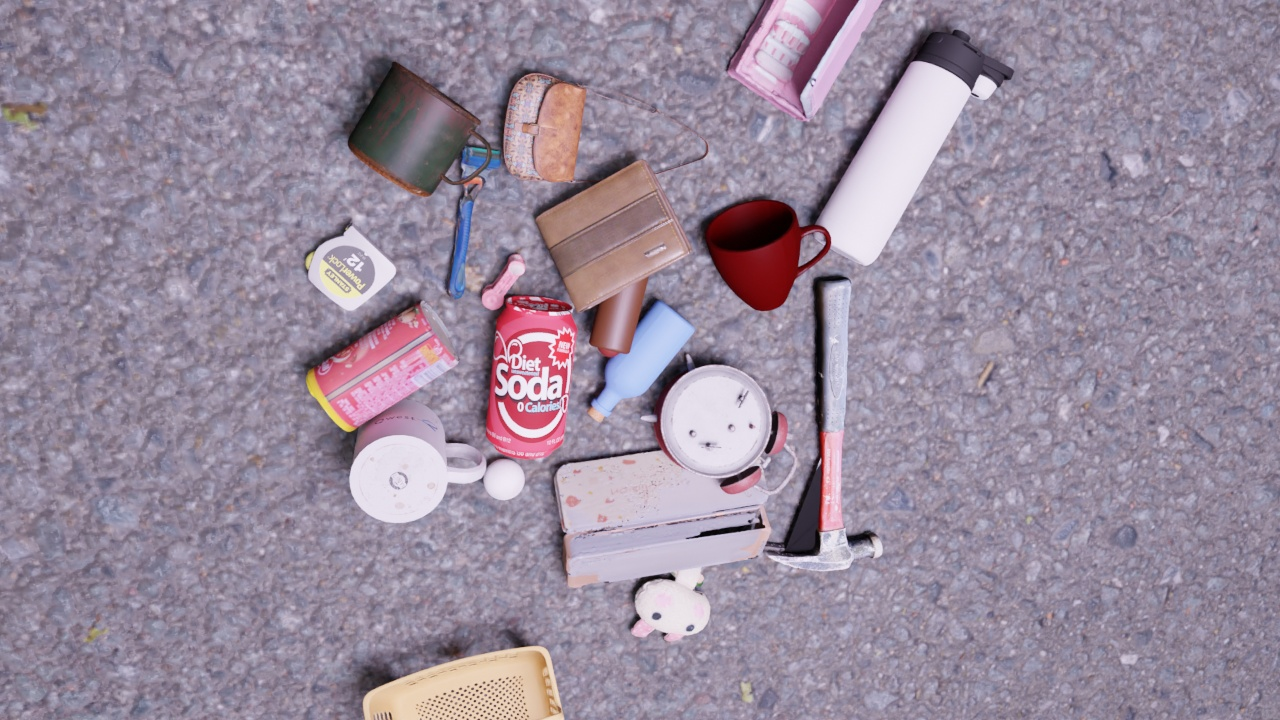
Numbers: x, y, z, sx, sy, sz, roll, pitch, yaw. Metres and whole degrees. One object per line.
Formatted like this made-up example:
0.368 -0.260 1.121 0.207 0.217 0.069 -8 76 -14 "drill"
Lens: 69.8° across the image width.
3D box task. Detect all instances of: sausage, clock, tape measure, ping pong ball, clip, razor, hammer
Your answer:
-0.013 -0.079 0.862 0.040 0.040 0.155 13 92 -17 "sausage"
0.087 0.072 0.907 0.157 0.062 0.110 37 83 -6 "clock"
-0.261 -0.084 0.824 0.065 0.016 0.064 -43 111 2 "tape measure"
-0.134 0.117 0.903 0.040 0.040 0.040 -4 107 -12 "ping pong ball"
-0.127 -0.077 0.858 0.023 0.043 0.060 34 125 -17 "clip"
-0.160 -0.124 0.834 0.043 0.018 0.141 -5 114 -50 "razor"
0.193 0.074 0.971 0.140 0.036 0.326 -7 108 -13 "hammer"

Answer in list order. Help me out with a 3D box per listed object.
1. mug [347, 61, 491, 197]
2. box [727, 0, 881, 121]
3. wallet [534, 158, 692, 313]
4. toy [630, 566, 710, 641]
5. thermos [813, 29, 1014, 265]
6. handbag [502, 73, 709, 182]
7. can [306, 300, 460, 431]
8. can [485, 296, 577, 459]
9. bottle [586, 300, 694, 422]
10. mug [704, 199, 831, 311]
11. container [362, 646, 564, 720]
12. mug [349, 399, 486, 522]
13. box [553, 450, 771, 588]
-0.180 -0.184 0.771 0.111 0.085 0.081 36 98 3 "mug"
0.184 -0.332 0.804 0.099 0.107 0.233 29 98 -19 "box"
-0.026 -0.113 0.833 0.121 0.027 0.098 -26 85 12 "wallet"
0.036 0.261 0.986 0.087 0.050 0.112 27 104 -19 "toy"
0.263 -0.199 0.887 0.101 0.068 0.230 25 99 -28 "thermos"
-0.027 -0.200 0.834 0.195 0.043 0.093 5 107 -18 "handbag"
-0.231 0.006 0.831 0.124 0.066 0.067 -32 111 -2 "can"
-0.103 0.016 0.861 0.074 0.074 0.142 4 106 -15 "can"
-0.005 0.005 0.894 0.048 0.048 0.131 37 96 -20 "bottle"
0.127 -0.096 0.876 0.114 0.087 0.088 -13 128 9 "mug"
-0.167 0.356 0.889 0.183 0.167 0.129 -13 77 -8 "container"
-0.203 0.092 0.849 0.119 0.096 0.083 6 105 -15 "mug"
0.021 0.157 0.954 0.217 0.095 0.115 -6 138 -11 "box"
